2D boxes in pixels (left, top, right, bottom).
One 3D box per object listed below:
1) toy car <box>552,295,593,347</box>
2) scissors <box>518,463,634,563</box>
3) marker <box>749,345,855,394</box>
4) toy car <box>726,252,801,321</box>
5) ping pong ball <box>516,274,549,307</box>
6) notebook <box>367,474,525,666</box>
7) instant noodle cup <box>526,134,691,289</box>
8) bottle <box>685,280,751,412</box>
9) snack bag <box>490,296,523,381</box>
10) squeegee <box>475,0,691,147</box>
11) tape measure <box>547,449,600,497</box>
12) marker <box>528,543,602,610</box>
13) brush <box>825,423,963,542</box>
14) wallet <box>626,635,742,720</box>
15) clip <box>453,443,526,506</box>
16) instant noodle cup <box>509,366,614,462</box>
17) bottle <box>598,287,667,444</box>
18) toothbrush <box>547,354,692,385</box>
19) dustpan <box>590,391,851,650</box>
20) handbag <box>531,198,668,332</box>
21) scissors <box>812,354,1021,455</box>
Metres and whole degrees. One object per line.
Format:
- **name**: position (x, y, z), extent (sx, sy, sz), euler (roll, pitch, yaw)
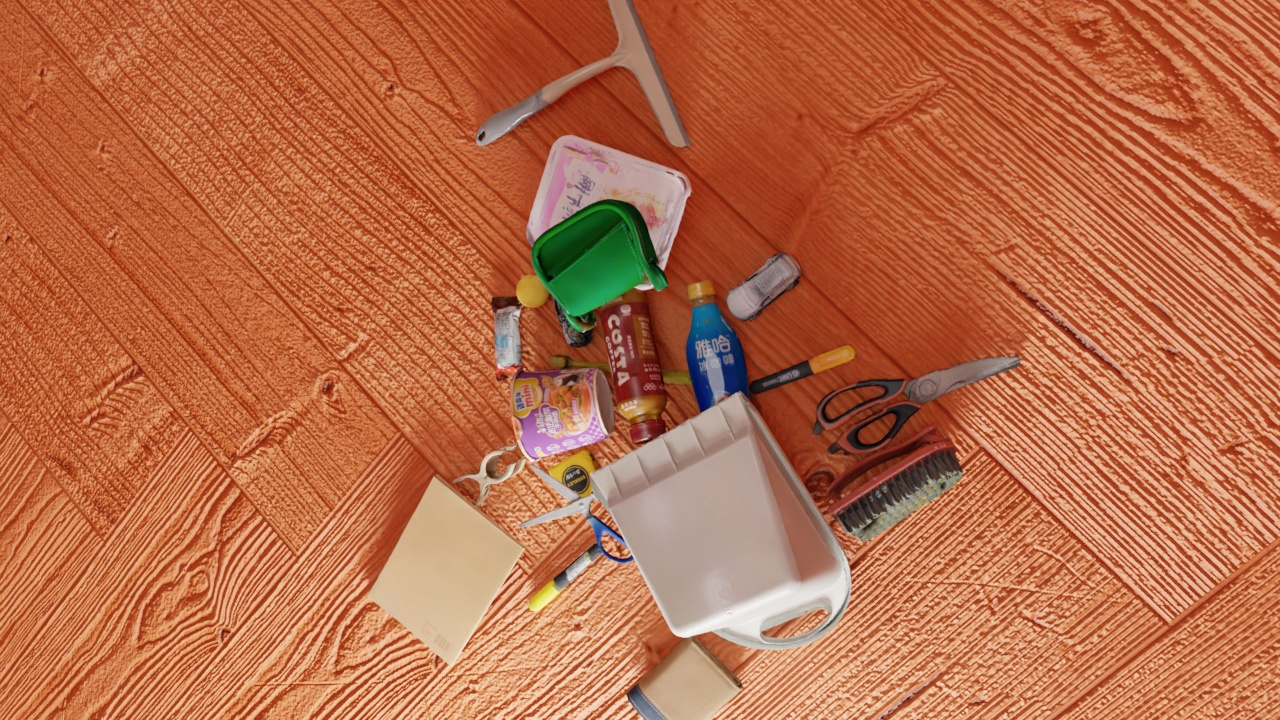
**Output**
- **toy car**: position (-0.083, -0.066, 1.081), extent (0.031, 0.049, 0.105), euler (-13, 88, 17)
- **scissors**: position (-0.056, 0.170, 1.079), extent (0.162, 0.012, 0.176), euler (-40, 102, 1)
- **marker**: position (0.177, 0.011, 1.013), extent (0.124, 0.015, 0.018), euler (-22, 82, 21)
- **toy car**: position (0.135, -0.081, 1.013), extent (0.091, 0.034, 0.043), euler (-39, 84, 19)
- **ping pong ball**: position (-0.129, -0.083, 1.099), extent (0.040, 0.040, 0.040), euler (1, 94, 19)
- **notebook**: position (-0.252, 0.271, 1.172), extent (0.149, 0.012, 0.212), euler (36, 110, 13)
- **instant noodle cup**: position (-0.031, -0.168, 1.050), extent (0.173, 0.060, 0.138), euler (23, 101, 18)
- **bottle**: position (0.089, 0.020, 1.019), extent (0.065, 0.065, 0.218), euler (-12, 89, 19)
- **snack bag**: position (-0.163, -0.027, 1.123), extent (0.045, 0.026, 0.105), euler (-2, 92, 28)
- **squeegee**: position (-0.099, -0.314, 1.074), extent (0.247, 0.039, 0.246), euler (-23, 86, 20)
- **tape measure**: position (-0.074, 0.140, 1.103), extent (0.060, 0.028, 0.057), euler (-30, 83, 18)
- **marker**: position (-0.091, 0.266, 1.127), extent (0.124, 0.015, 0.018), euler (-43, 81, 14)
- **brush**: position (0.267, 0.126, 0.970), extent (0.146, 0.063, 0.069), euler (-37, 52, 17)
- **wallet**: position (0.051, 0.388, 1.076), extent (0.090, 0.033, 0.115), euler (44, 105, 9)
- **clip**: position (-0.188, 0.141, 1.143), extent (0.101, 0.034, 0.076), euler (-41, 82, 26)
- **instant noodle cup**: position (-0.087, 0.057, 1.065), extent (0.099, 0.111, 0.111), euler (-9, 91, 10)
- **bottle**: position (-0.006, 0.006, 1.039), extent (0.058, 0.057, 0.174), euler (-15, 78, 19)
- **toothbrush**: position (-0.021, 0.011, 1.081), extent (0.190, 0.016, 0.016), euler (7, 95, 19)
- **dustpan**: position (0.105, 0.199, 1.013), extent (0.223, 0.142, 0.257), euler (-31, 69, 28)
- **handbag**: position (-0.045, -0.106, 0.998), extent (0.131, 0.067, 0.120), euler (-26, 93, 18)
- **scissors**: position (0.298, 0.049, 0.975), extent (0.210, 0.015, 0.177), euler (15, 97, 18)
